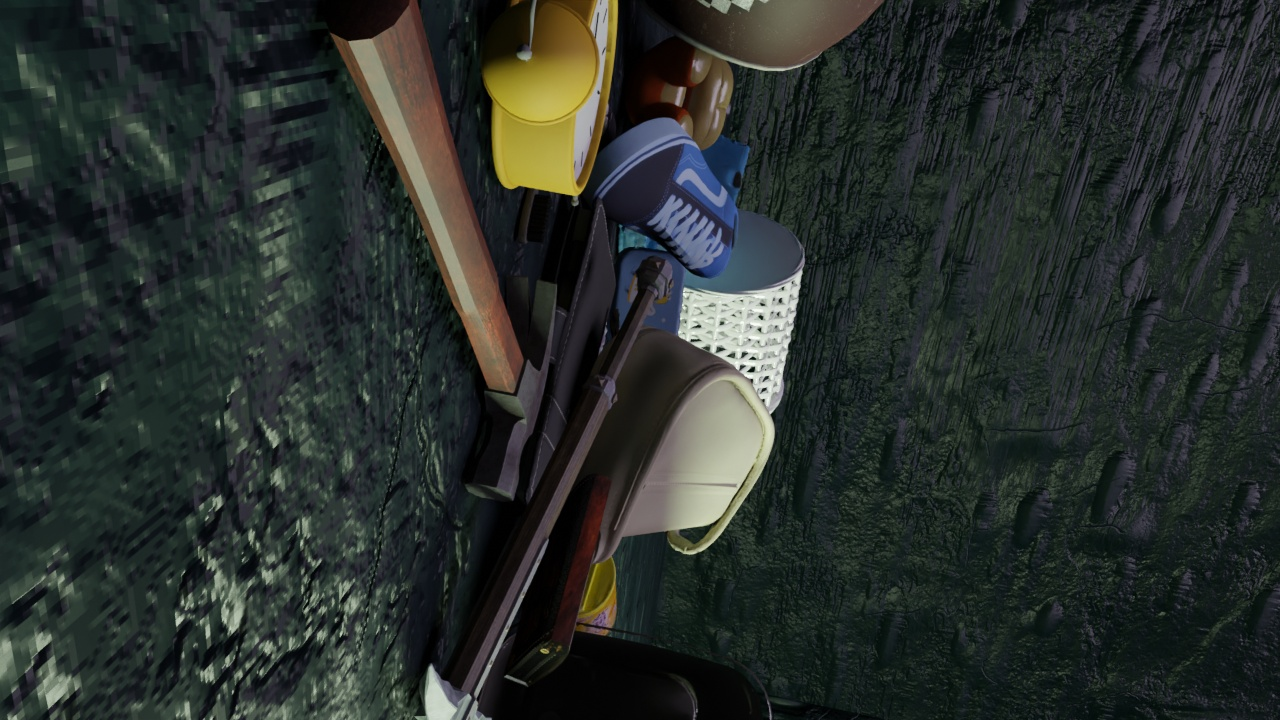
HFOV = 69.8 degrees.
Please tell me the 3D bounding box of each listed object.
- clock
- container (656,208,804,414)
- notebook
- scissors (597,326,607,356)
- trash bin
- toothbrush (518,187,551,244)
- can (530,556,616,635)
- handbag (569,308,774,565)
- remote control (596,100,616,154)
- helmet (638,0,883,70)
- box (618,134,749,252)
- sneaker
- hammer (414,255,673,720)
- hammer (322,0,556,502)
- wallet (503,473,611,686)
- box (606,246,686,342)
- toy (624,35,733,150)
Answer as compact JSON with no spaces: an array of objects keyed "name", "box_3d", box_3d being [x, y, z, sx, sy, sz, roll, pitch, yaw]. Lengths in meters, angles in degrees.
[{"name":"clock","box_3d":[-0.039,-0.144,0.440,0.152,0.052,0.113,93,8,-72]},{"name":"container","box_3d":[0.079,-0.049,1.033,0.188,0.189,0.187,-72,169,-51]},{"name":"notebook","box_3d":[-0.054,0.008,0.650,0.169,0.029,0.208,83,17,-72]},{"name":"scissors","box_3d":[-0.049,0.029,0.778,0.178,0.016,0.108,-72,171,-56]},{"name":"trash bin","box_3d":[-0.028,0.303,0.678,0.220,0.197,0.197,102,0,-73]},{"name":"toothbrush","box_3d":[-0.049,-0.143,0.534,0.013,0.013,0.167,81,18,-72]},{"name":"can","box_3d":[-0.053,0.194,0.762,0.105,0.068,0.067,91,11,-58]},{"name":"handbag","box_3d":[0.009,0.068,0.743,0.228,0.132,0.184,15,103,-58]},{"name":"remote control","box_3d":[-0.029,-0.173,0.670,0.124,0.009,0.046,63,37,-80]},{"name":"helmet","box_3d":[0.099,-0.351,0.701,0.232,0.234,0.254,-44,174,-34]},{"name":"box","box_3d":[0.051,-0.170,0.950,0.230,0.110,0.094,-71,168,-56]},{"name":"sneaker","box_3d":[0.034,-0.117,0.713,0.083,0.098,0.241,-41,169,15]},{"name":"hammer","box_3d":[-0.044,0.060,0.533,0.147,0.028,0.316,95,17,-61]},{"name":"hammer","box_3d":[-0.074,-0.038,0.394,0.301,0.028,0.110,87,15,-64]},{"name":"wallet","box_3d":[-0.050,0.137,0.583,0.072,0.019,0.122,-52,-163,44]},{"name":"box","box_3d":[-0.005,0.005,0.809,0.063,0.069,0.210,-20,120,-67]},{"name":"toy","box_3d":[0.033,-0.235,0.816,0.176,0.096,0.112,-96,-161,-72]}]
